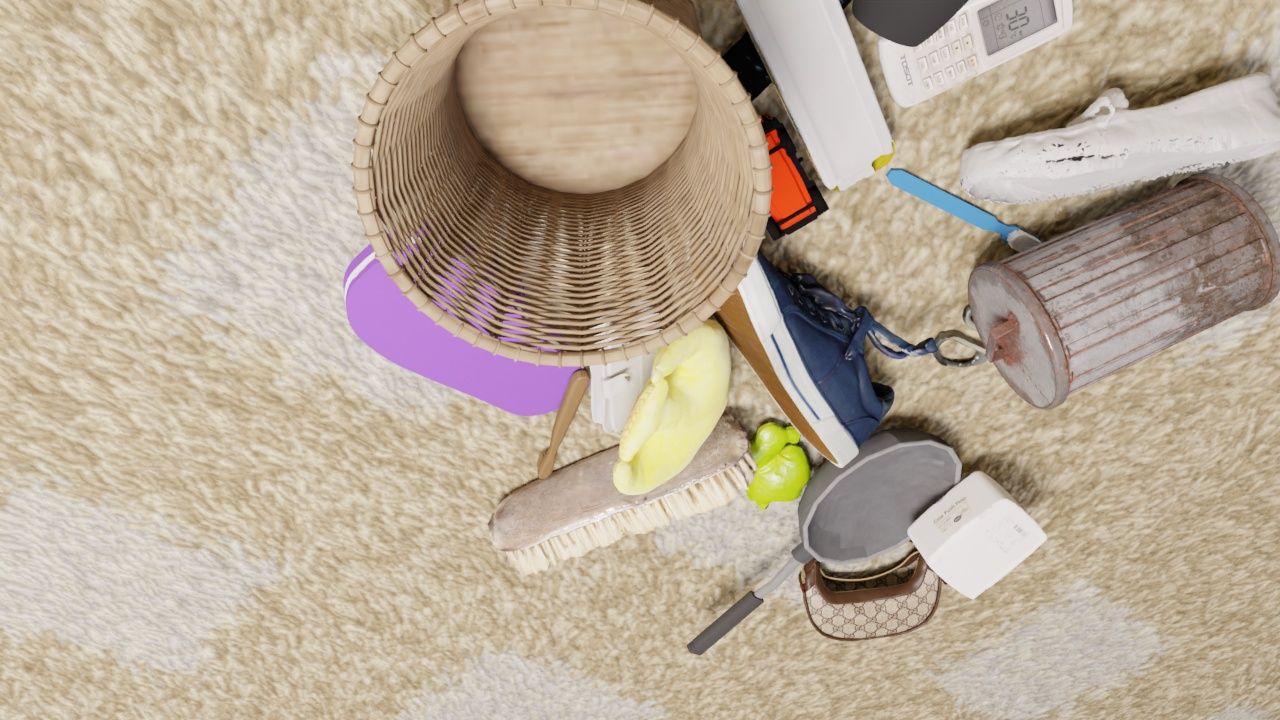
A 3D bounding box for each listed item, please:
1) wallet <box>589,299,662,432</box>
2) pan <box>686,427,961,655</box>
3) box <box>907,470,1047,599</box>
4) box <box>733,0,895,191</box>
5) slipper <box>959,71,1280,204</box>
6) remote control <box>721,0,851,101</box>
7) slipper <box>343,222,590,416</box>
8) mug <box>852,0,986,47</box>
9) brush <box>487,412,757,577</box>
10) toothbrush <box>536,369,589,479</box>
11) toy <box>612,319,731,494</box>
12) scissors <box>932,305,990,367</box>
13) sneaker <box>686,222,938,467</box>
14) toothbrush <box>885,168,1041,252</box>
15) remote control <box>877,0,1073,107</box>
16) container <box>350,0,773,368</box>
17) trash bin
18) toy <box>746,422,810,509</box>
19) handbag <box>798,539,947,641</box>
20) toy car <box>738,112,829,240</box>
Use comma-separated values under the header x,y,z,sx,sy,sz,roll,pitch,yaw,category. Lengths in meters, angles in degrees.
x,y,z,sx,sy,sz,roll,pitch,yaw,category
-0.005,0.004,0.800,0.086,0.032,0.116,-30,135,-28,wallet
0.177,0.195,0.961,0.358,0.041,0.178,-45,132,16,pan
0.368,0.194,0.969,0.111,0.083,0.190,-43,137,14,box
0.126,-0.206,0.649,0.064,0.033,0.209,-30,134,10,box
0.371,-0.171,0.709,0.247,0.074,0.112,-12,160,3,slipper
0.090,-0.225,0.657,0.041,0.020,0.152,35,115,-31,remote control
-0.137,-0.043,0.736,0.107,0.084,0.266,-28,148,15,slipper
0.201,-0.262,0.607,0.118,0.084,0.100,6,132,-25,mug
-0.019,0.128,0.881,0.271,0.083,0.057,-23,129,9,brush
-0.073,0.060,0.837,0.016,0.016,0.167,-5,145,-24,toothbrush
0.031,0.040,0.789,0.064,0.154,0.171,29,113,23,toy
0.347,0.001,0.881,0.132,0.012,0.170,-25,129,14,scissors
0.149,-0.032,0.782,0.127,0.121,0.294,-44,128,-3,sneaker
0.274,-0.123,0.769,0.166,0.014,0.016,20,123,-22,toothbrush
0.241,-0.239,0.664,0.138,0.025,0.060,-24,128,11,remote control
-0.044,-0.143,0.575,0.227,0.195,0.227,0,127,0,container
0.383,-0.054,0.753,0.211,0.130,0.131,-24,128,0,trash bin
0.133,0.105,0.918,0.093,0.036,0.094,33,111,-24,toy
0.264,0.246,1.038,0.166,0.063,0.138,-8,119,2,handbag
0.102,-0.143,0.705,0.051,0.048,0.100,-30,127,14,toy car
